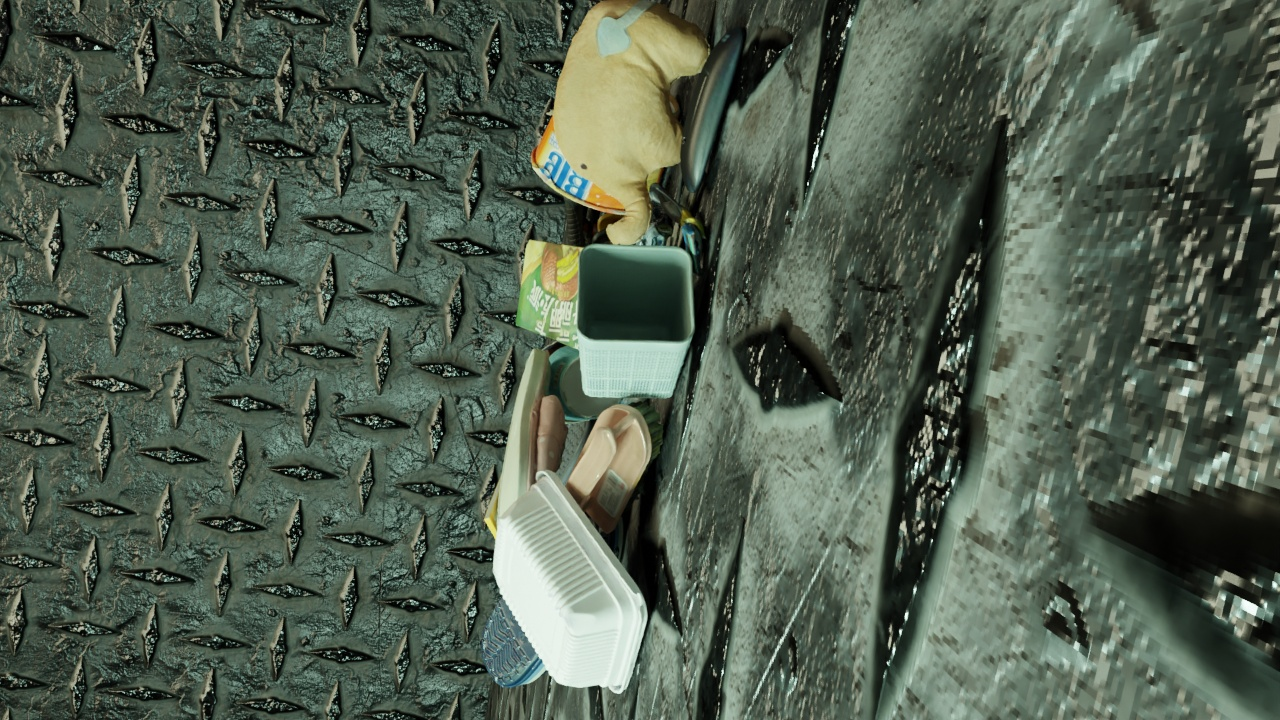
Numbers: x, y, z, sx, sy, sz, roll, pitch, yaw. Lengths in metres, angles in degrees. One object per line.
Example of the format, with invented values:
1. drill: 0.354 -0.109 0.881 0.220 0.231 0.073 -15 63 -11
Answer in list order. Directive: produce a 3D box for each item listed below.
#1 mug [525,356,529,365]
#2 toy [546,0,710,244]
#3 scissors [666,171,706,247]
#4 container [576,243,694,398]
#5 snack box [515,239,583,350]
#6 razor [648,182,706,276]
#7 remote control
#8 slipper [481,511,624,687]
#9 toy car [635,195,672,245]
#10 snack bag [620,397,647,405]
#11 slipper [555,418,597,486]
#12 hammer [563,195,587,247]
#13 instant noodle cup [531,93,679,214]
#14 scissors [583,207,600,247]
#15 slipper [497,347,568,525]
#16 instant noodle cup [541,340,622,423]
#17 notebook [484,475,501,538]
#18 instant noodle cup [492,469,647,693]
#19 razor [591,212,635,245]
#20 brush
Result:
1. mug: -0.099 0.021 1.226 0.106 0.111 0.082 -115 44 -72
2. toy: -0.019 -0.228 0.881 0.082 0.143 0.226 -35 -41 -66
3. scissors: 0.027 -0.084 0.854 0.197 0.015 0.214 145 135 -78
4. container: -0.007 -0.026 0.752 0.112 0.090 0.089 97 174 -60
5. snack box: -0.073 -0.078 1.090 0.240 0.063 0.114 21 104 60
6. razor: 0.033 -0.122 0.784 0.142 0.022 0.043 -115 10 -56
7. remote control: 0.053 -0.206 0.751 0.053 0.024 0.136 -115 40 -67
8. slipper: -0.078 0.245 0.962 0.105 0.095 0.253 45 114 34
9. toy car: 0.012 -0.134 0.945 0.105 0.031 0.049 -91 15 -53
10. snack bag: -0.007 0.064 0.889 0.048 0.026 0.104 -49 32 48
11. slipper: -0.107 0.195 1.265 0.269 0.083 0.110 -59 22 19
12. hammer: -0.082 -0.098 1.293 0.128 0.033 0.301 -96 3 -54
13. instant noodle cup: -0.032 -0.245 0.996 0.151 0.151 0.112 -93 23 -53
14. scissors: -0.057 -0.179 1.215 0.125 0.022 0.235 -21 -63 -77
15. slipper: -0.112 0.093 0.988 0.273 0.054 0.114 -92 20 -50
16. instant noodle cup: -0.069 0.028 1.107 0.120 0.111 0.111 -175 94 -72
17. notebook: -0.119 0.211 1.072 0.145 0.010 0.206 -75 -32 -57
18. instant noodle cup: -0.071 0.197 0.789 0.173 0.060 0.138 49 141 37
19. razor: -0.028 -0.173 1.196 0.167 0.062 0.067 -89 -20 -68
20. brush: -0.027 0.092 0.803 0.063 0.072 0.146 47 139 20
